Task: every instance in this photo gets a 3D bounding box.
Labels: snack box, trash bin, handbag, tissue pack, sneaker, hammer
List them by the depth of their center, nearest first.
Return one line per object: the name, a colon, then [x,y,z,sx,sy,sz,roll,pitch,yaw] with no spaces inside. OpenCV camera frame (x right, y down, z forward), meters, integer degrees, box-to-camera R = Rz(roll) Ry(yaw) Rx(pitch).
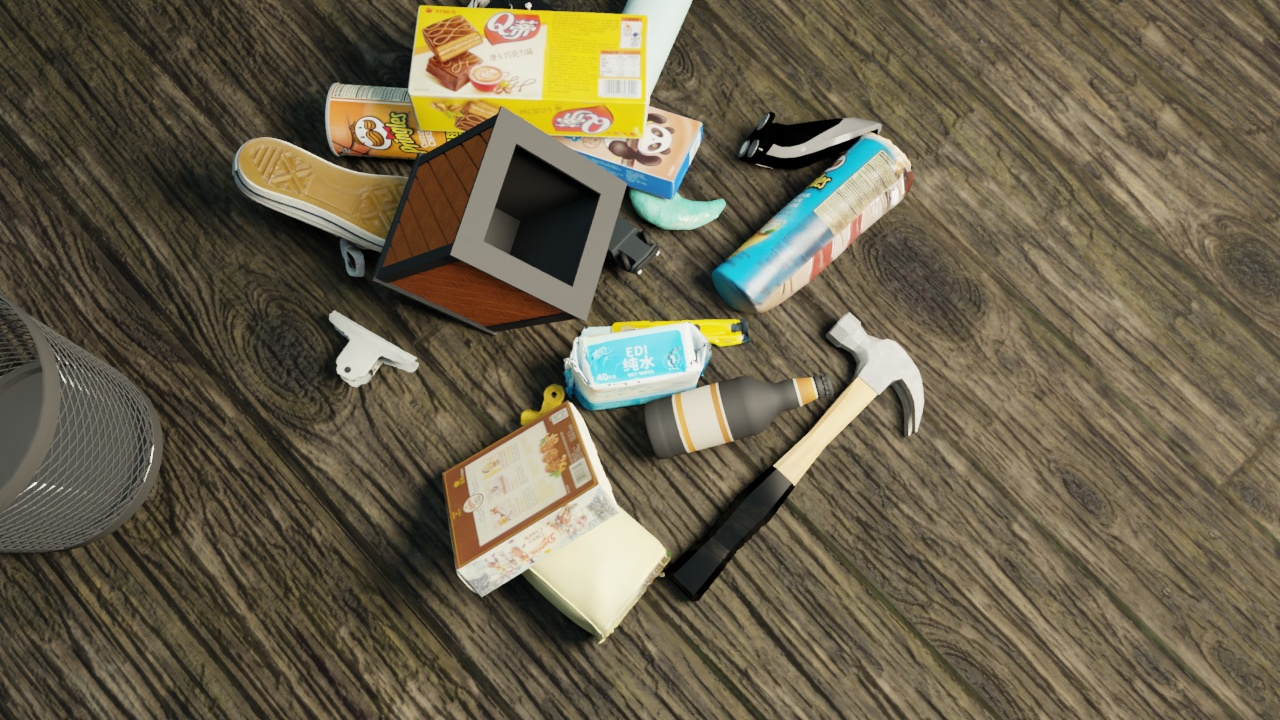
trash bin: [-0.561,0.064,0.795,0.218,0.227,0.217,1,75,-2]
snack box: [-0.105,0.121,0.837,0.147,0.143,0.041,-31,123,1]
trash bin: [-0.135,-0.120,0.862,0.139,0.172,0.139,26,72,-33]
handbag: [-0.044,0.189,0.862,0.119,0.081,0.111,39,70,9]
tissue pack: [-0.005,0.005,0.901,0.144,0.093,0.061,-9,73,-5]
hammer: [0.151,0.105,0.911,0.131,0.039,0.327,44,78,8]
snack box: [-0.107,-0.288,0.914,0.230,0.062,0.110,2,69,-2]
sneaker: [-0.292,-0.148,0.937,0.241,0.088,0.118,18,61,-19]
snack box: [-0.019,-0.232,0.969,0.151,0.034,0.087,20,63,10]

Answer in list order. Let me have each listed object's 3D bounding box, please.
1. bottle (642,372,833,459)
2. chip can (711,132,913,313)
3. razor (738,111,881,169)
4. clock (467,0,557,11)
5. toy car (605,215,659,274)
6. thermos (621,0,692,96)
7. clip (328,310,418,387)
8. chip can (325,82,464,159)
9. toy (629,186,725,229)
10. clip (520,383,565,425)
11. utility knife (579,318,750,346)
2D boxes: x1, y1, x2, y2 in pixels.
bottle: [0.096,0.046,0.891,0.182,0.059,0.059,-16,76,9]
chip can: [0.180,-0.136,0.954,0.229,0.080,0.080,-42,81,-10]
razor: [0.187,-0.239,0.995,0.156,0.057,0.060,-3,104,-11]
clock: [-0.151,-0.348,1.002,0.154,0.065,0.114,15,75,1]
toy car: [-0.032,-0.131,0.964,0.112,0.034,0.046,37,73,21]
thermos: [0.012,-0.375,1.013,0.065,0.078,0.206,14,75,33]
clip: [-0.282,-0.001,0.937,0.102,0.050,0.058,30,83,6]
chip can: [-0.213,-0.247,0.969,0.215,0.075,0.075,3,75,-1]
toy: [0.032,-0.178,0.984,0.085,0.033,0.105,-37,76,-20]
clip: [-0.090,0.050,0.922,0.054,0.045,0.048,13,56,3]
utility knife: [0.025,-0.027,0.953,0.179,0.017,0.030,-3,66,0]
